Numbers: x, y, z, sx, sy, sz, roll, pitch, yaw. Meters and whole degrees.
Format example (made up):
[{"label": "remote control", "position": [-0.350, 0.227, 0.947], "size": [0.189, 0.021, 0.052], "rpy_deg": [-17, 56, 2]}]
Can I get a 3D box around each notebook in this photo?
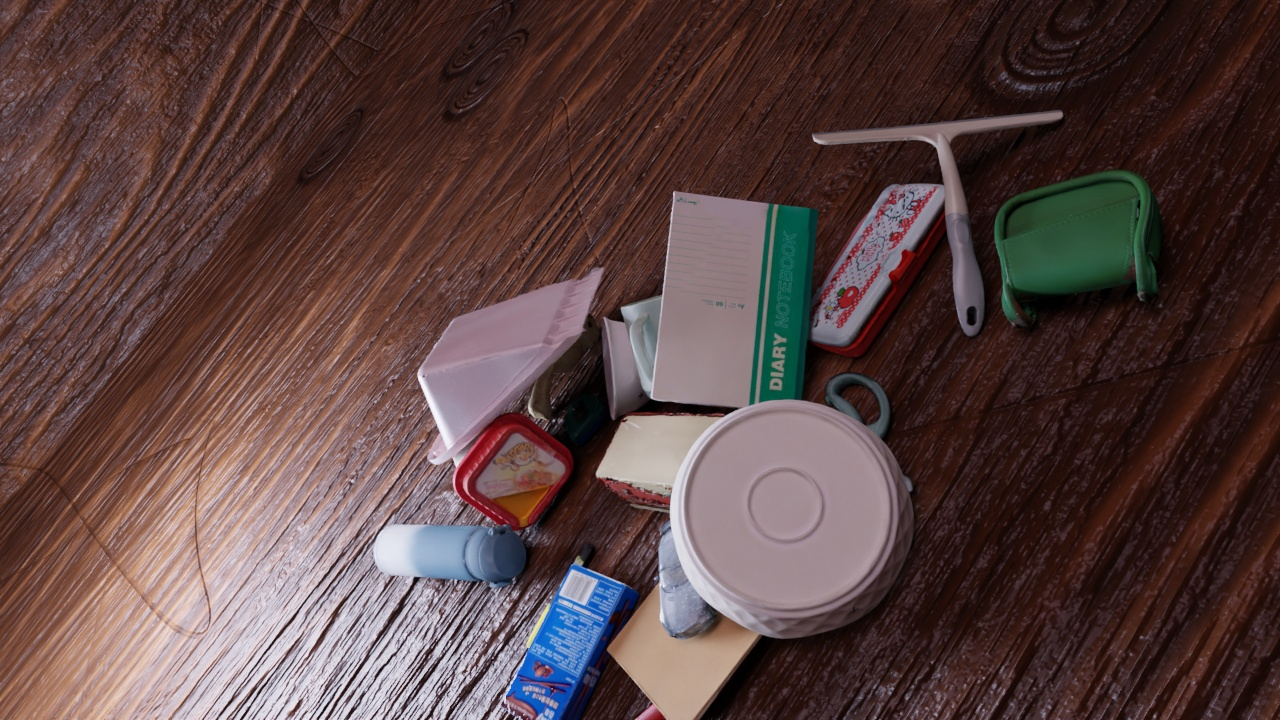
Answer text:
[{"label": "notebook", "position": [0.066, 0.214, 0.829], "size": [0.207, 0.008, 0.148], "rpy_deg": [-51, 30, -7]}, {"label": "notebook", "position": [0.095, -0.057, 0.912], "size": [0.012, 0.150, 0.209], "rpy_deg": [125, 151, -85]}]

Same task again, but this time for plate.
[{"label": "plate", "position": [0.123, 0.125, 0.771], "size": [0.205, 0.045, 0.204], "rpy_deg": [-5, 68, 13]}]

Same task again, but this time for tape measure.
[{"label": "tape measure", "position": [-0.067, 0.067, 1.093], "size": [0.058, 0.025, 0.054], "rpy_deg": [-47, 36, 7]}]

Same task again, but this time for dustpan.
[{"label": "dustpan", "position": [-0.149, 0.016, 1.100], "size": [0.274, 0.139, 0.222], "rpy_deg": [-14, 23, 15]}]

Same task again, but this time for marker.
[{"label": "marker", "position": [-0.081, 0.247, 0.961], "size": [0.018, 0.015, 0.124], "rpy_deg": [8, 61, 46]}]

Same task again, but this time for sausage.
[{"label": "sausage", "position": [0.037, 0.291, 0.802], "size": [0.156, 0.020, 0.020], "rpy_deg": [-43, 38, 7]}]

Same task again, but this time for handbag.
[{"label": "handbag", "position": [0.372, -0.092, 0.783], "size": [0.132, 0.068, 0.120], "rpy_deg": [-10, 59, 37]}]

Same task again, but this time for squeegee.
[{"label": "squeegee", "position": [0.297, -0.140, 0.870], "size": [0.246, 0.039, 0.246], "rpy_deg": [-3, 65, 8]}]

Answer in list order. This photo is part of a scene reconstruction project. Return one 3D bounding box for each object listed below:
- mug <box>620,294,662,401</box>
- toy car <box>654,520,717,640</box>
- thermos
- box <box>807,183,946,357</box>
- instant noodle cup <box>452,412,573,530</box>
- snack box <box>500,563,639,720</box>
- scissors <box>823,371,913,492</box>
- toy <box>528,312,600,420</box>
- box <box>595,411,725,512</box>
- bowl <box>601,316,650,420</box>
[{"label": "mug", "position": [0.026, -0.014, 0.957], "size": [0.082, 0.106, 0.111], "rpy_deg": [-12, 6, 29]}, {"label": "toy car", "position": [0.041, 0.196, 0.840], "size": [0.054, 0.037, 0.120], "rpy_deg": [-31, 36, 25]}, {"label": "thermos", "position": [-0.225, 0.226, 1.076], "size": [0.221, 0.070, 0.070], "rpy_deg": [-7, 53, 40]}, {"label": "box", "position": [0.236, -0.098, 0.929], "size": [0.087, 0.048, 0.201], "rpy_deg": [24, 76, 51]}, {"label": "instant noodle cup", "position": [-0.159, 0.119, 1.078], "size": [0.116, 0.116, 0.124], "rpy_deg": [-52, 25, -6]}, {"label": "snack box", "position": [-0.070, 0.285, 0.904], "size": [0.085, 0.026, 0.157], "rpy_deg": [8, 63, 47]}, {"label": "scissors", "position": [0.190, 0.073, 0.846], "size": [0.174, 0.019, 0.177], "rpy_deg": [9, 63, 49]}, {"label": "toy", "position": [-0.101, 0.003, 1.164], "size": [0.105, 0.066, 0.157], "rpy_deg": [110, -176, -73]}, {"label": "box", "position": [0.031, 0.100, 0.913], "size": [0.169, 0.079, 0.091], "rpy_deg": [-3, 55, 51]}, {"label": "bowl", "position": [-0.006, 0.006, 1.044], "size": [0.064, 0.118, 0.118], "rpy_deg": [-6, 42, -6]}]
